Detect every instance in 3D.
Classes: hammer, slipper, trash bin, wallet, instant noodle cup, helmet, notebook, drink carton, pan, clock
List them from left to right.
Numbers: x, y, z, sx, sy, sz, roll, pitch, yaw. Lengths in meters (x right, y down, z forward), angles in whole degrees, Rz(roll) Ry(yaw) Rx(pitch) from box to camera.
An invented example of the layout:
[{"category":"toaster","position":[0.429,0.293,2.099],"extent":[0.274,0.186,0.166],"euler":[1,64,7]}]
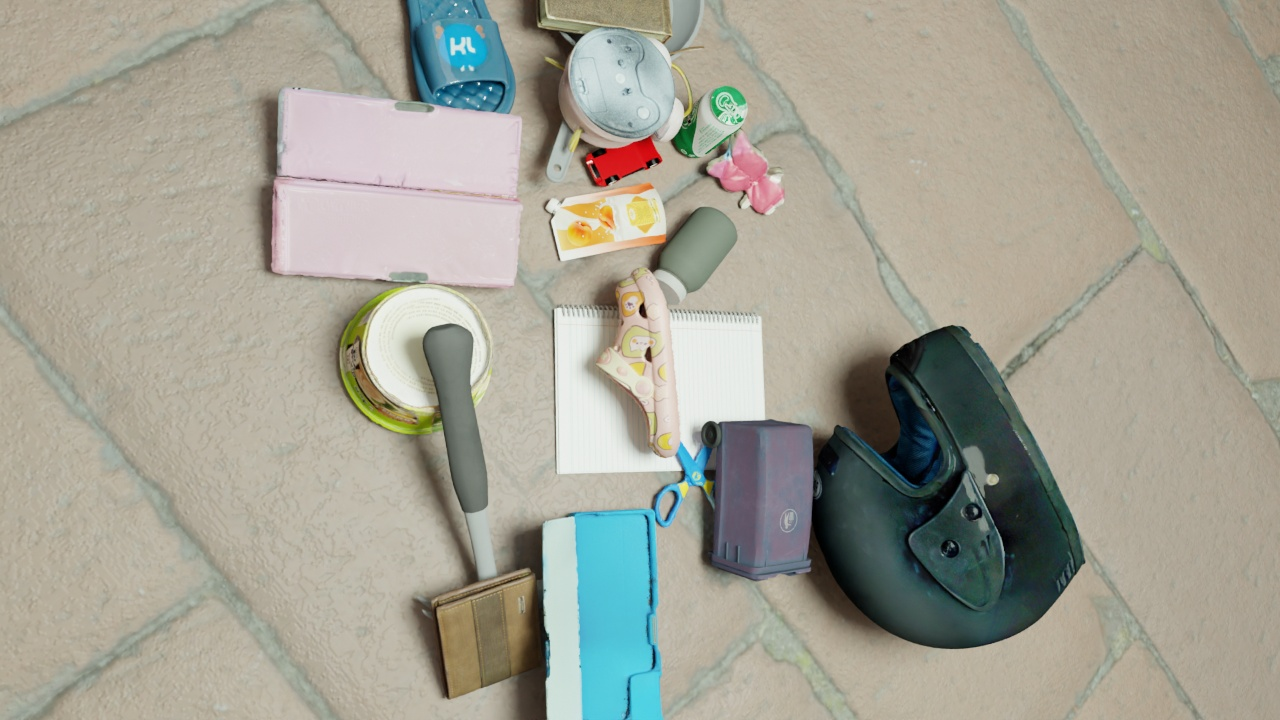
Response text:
[{"category":"instant noodle cup","position":[-0.205,-0.005,0.868],"extent":[0.146,0.098,0.146],"euler":[3,81,-21]},{"category":"slipper","position":[-0.185,-0.333,0.939],"extent":[0.103,0.059,0.213],"euler":[-10,79,-26]},{"category":"hammer","position":[-0.159,0.116,0.840],"extent":[0.124,0.029,0.311],"euler":[-14,113,-20]},{"category":"wallet","position":[-0.143,0.259,0.867],"extent":[0.098,0.027,0.121],"euler":[-13,119,-24]},{"category":"pan","position":[-0.047,-0.345,1.004],"extent":[0.200,0.051,0.356],"euler":[22,75,-17]},{"category":"drink carton","position":[-0.038,-0.151,0.993],"extent":[0.122,0.039,0.069],"euler":[-13,88,-17]},{"category":"notebook","position":[-0.023,-0.445,0.993],"extent":[0.190,0.035,0.215],"euler":[1,79,-22]},{"category":"clock","position":[-0.013,-0.280,0.954],"extent":[0.157,0.059,0.117],"euler":[-15,89,-26]},{"category":"slipper","position":[-0.006,0.006,0.946],"extent":[0.081,0.093,0.197],"euler":[-9,90,-2]},{"category":"notebook","position":[0.026,0.031,1.001],"extent":[0.245,0.013,0.178],"euler":[1,83,-21]},{"category":"trash bin","position":[0.126,0.146,0.971],"extent":[0.093,0.092,0.161],"euler":[1,92,-35]},{"category":"helmet","position":[0.297,0.149,0.969],"extent":[0.236,0.249,0.316],"euler":[-26,93,6]}]

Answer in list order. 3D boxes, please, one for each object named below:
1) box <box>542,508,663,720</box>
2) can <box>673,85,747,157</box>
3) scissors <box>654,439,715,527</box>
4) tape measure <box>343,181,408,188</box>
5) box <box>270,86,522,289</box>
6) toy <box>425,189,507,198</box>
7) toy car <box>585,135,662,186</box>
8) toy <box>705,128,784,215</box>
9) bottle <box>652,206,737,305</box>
[{"category":"box","position":[-0.052,0.273,0.907],"extent":[0.170,0.071,0.243],"euler":[6,79,-47]},{"category":"can","position":[0.075,-0.262,1.013],"extent":[0.053,0.101,0.053],"euler":[3,81,-21]},{"category":"scissors","position":[0.064,0.129,0.995],"extent":[0.127,0.015,0.125],"euler":[31,79,-23]},{"category":"tape measure","position":[-0.262,-0.185,0.915],"extent":[0.064,0.017,0.064],"euler":[-35,95,-22]},{"category":"box","position":[-0.230,-0.162,0.881],"extent":[0.232,0.039,0.179],"euler":[1,100,-17]},{"category":"toy","position":[-0.177,-0.190,0.937],"extent":[0.094,0.041,0.095],"euler":[34,72,-17]},{"category":"toy car","position":[-0.017,-0.222,1.012],"extent":[0.089,0.025,0.038],"euler":[-27,93,-22]},{"category":"toy","position":[0.123,-0.215,1.060],"extent":[0.102,0.050,0.065],"euler":[41,101,-21]},{"category":"bottle","position":[0.056,-0.114,1.007],"extent":[0.060,0.060,0.108],"euler":[42,70,-11]}]
